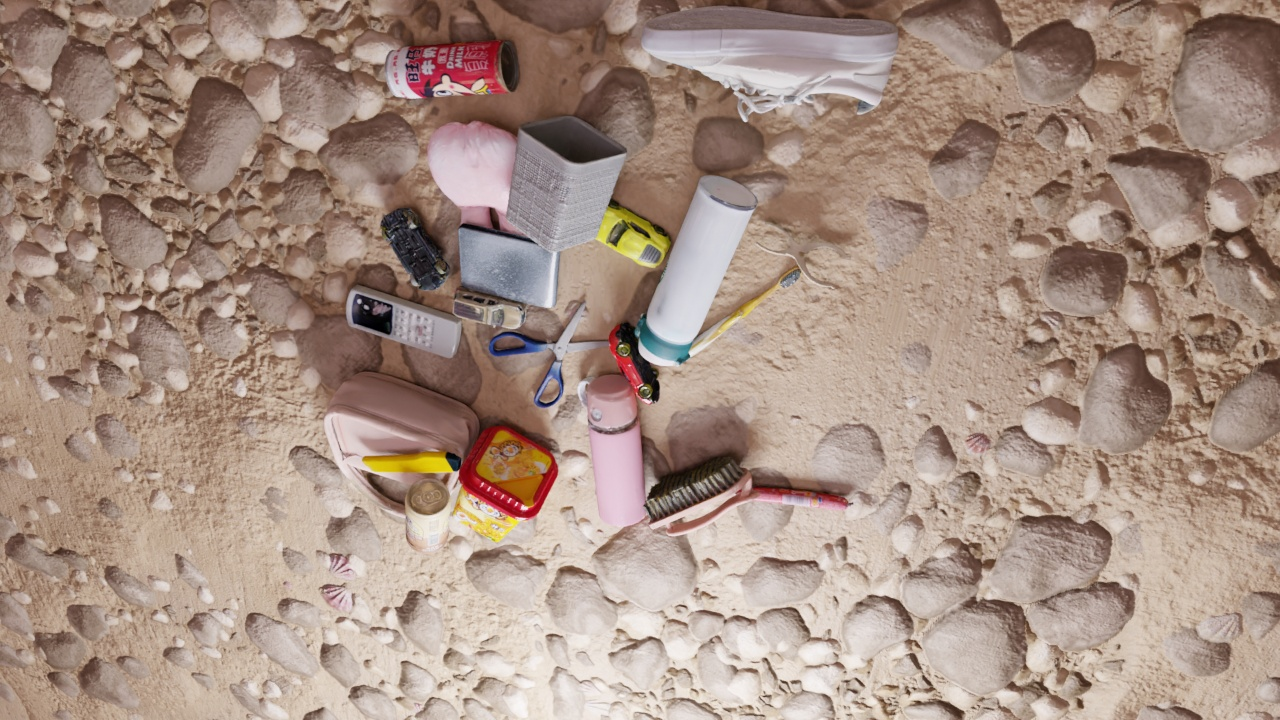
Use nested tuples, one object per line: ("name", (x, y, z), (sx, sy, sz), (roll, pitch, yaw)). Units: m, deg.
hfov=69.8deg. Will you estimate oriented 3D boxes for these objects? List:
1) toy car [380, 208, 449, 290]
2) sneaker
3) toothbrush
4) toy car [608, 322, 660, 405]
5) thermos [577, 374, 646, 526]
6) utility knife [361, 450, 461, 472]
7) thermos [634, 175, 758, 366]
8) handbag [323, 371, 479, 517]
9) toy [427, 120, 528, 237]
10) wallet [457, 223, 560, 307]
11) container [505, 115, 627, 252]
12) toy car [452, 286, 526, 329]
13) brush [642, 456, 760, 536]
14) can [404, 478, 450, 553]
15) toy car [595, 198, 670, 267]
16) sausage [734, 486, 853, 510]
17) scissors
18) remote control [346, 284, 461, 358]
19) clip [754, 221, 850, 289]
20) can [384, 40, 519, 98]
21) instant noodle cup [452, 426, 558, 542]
("toy car", (-0.269, -0.134, 1.104), (0.049, 0.031, 0.105), (-19, 112, 24))
("sneaker", (0.121, -0.285, 0.891), (0.242, 0.089, 0.091), (5, 125, 4))
("toothbrush", (0.112, -0.050, 1.064), (0.192, 0.018, 0.016), (-37, 104, 28))
("toy car", (-0.007, 0.006, 1.109), (0.031, 0.049, 0.106), (-20, 113, 24))
("thermos", (-0.038, 0.112, 1.174), (0.087, 0.067, 0.199), (18, 127, 37))
("utility knife", (-0.292, 0.129, 1.174), (0.154, 0.015, 0.033), (-3, 126, 24))
("thermos", (0.055, -0.093, 1.026), (0.073, 0.073, 0.225), (23, 123, 0))
("handbag", (-0.330, 0.139, 1.260), (0.193, 0.093, 0.235), (18, 130, 3))
("toy", (-0.175, -0.196, 1.032), (0.121, 0.054, 0.160), (5, 132, 11))
("wallet", (-0.154, -0.112, 1.077), (0.121, 0.019, 0.097), (13, 138, 2))
("container", (-0.084, -0.186, 0.982), (0.090, 0.090, 0.115), (37, 129, 24))
("toy car", (-0.185, -0.063, 1.123), (0.090, 0.035, 0.042), (14, 123, 4))
("brush", (0.079, 0.174, 1.177), (0.146, 0.063, 0.073), (-26, 104, 23))
("can", (-0.283, 0.208, 1.220), (0.058, 0.058, 0.117), (20, 142, 2))
("toy car", (-0.018, -0.142, 1.036), (0.105, 0.032, 0.048), (30, 123, -2))
("sausage", (0.193, 0.175, 1.174), (0.156, 0.020, 0.020), (4, 120, 12))
("scissors", (-0.111, -0.008, 1.149), (0.175, 0.012, 0.163), (10, 120, 7))
("remote control", (-0.302, -0.049, 1.168), (0.150, 0.021, 0.058), (17, 122, 3))
("clip", (0.173, -0.103, 0.997), (0.104, 0.034, 0.084), (10, 98, 9))
("can", (-0.200, -0.308, 0.973), (0.133, 0.053, 0.053), (1, 120, 14))
("instant noodle cup", (-0.188, 0.170, 1.221), (0.116, 0.115, 0.124), (31, 134, -5))
